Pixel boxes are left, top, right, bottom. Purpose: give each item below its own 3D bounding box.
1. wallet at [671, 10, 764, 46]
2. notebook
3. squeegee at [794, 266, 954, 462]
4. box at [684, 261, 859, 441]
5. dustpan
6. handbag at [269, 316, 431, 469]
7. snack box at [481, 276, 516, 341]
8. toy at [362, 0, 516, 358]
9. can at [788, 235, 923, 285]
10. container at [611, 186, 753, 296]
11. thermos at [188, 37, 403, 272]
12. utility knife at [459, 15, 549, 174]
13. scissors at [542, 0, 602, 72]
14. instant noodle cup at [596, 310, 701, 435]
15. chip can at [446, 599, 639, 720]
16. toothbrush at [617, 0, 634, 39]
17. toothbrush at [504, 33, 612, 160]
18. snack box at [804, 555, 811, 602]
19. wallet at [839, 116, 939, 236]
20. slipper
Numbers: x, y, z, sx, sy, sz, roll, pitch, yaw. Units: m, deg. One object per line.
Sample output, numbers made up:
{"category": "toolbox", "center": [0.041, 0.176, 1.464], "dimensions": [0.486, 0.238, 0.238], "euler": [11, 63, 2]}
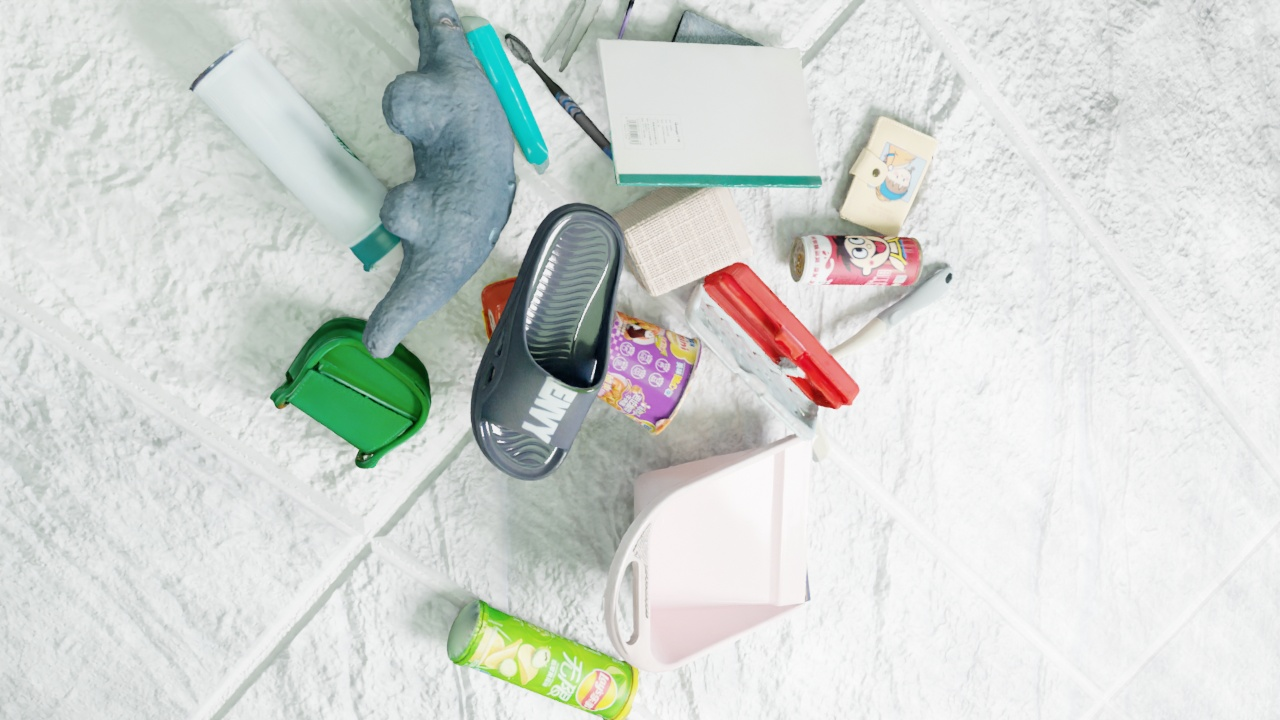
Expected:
{"category": "wallet", "center": [0.064, -0.272, 0.913], "dimensions": [0.097, 0.019, 0.121], "euler": [18, 100, -22]}
{"category": "notebook", "center": [0.068, -0.234, 0.870], "dimensions": [0.209, 0.012, 0.150], "euler": [-3, 76, -18]}
{"category": "squeegee", "center": [0.258, -0.036, 1.030], "dimensions": [0.246, 0.039, 0.246], "euler": [-31, 113, -5]}
{"category": "box", "center": [0.127, -0.002, 0.965], "dimensions": [0.201, 0.094, 0.091], "euler": [44, 76, -15]}
{"category": "dustpan", "center": [0.085, 0.214, 0.958], "dimensions": [0.273, 0.139, 0.223], "euler": [-6, 107, -11]}
{"category": "handbag", "center": [-0.277, 0.031, 0.892], "dimensions": [0.120, 0.068, 0.131], "euler": [-44, 114, 9]}
{"category": "snack box", "center": [-0.110, -0.033, 0.906], "dimensions": [0.082, 0.080, 0.091], "euler": [-15, 110, -12]}
{"category": "toy", "center": [-0.175, -0.175, 0.820], "dimensions": [0.137, 0.092, 0.356], "euler": [6, 85, -40]}
{"category": "can", "center": [0.231, -0.107, 0.987], "dimensions": [0.132, 0.053, 0.053], "euler": [0, 107, -11]}
{"category": "container", "center": [0.037, -0.126, 0.915], "dimensions": [0.111, 0.090, 0.090], "euler": [-27, 112, -3]}
{"category": "thermos", "center": [-0.288, -0.176, 0.820], "dimensions": [0.073, 0.073, 0.224], "euler": [-41, 113, 0]}
{"category": "utility knife", "center": [-0.125, -0.251, 0.870], "dimensions": [0.029, 0.013, 0.161], "euler": [-26, 115, -4]}
{"category": "scissors", "center": [-0.028, -0.344, 0.858], "dimensions": [0.128, 0.012, 0.173], "euler": [5, 102, 0]}
{"category": "instant noodle cup", "center": [-0.006, 0.005, 0.937], "dimensions": [0.099, 0.111, 0.111], "euler": [28, 98, -13]}
{"category": "chip can", "center": [-0.109, 0.338, 1.028], "dimensions": [0.221, 0.072, 0.072], "euler": [30, 97, -21]}
{"category": "toothbrush", "center": [0.003, -0.379, 0.864], "dimensions": [0.016, 0.014, 0.189], "euler": [17, 102, -12]}
{"category": "toothbrush", "center": [-0.064, -0.240, 0.888], "dimensions": [0.014, 0.016, 0.189], "euler": [-39, 115, 13]}
{"category": "snack box", "center": [0.099, 0.216, 1.061], "dimensions": [0.182, 0.046, 0.178], "euler": [-13, 109, -11]}
{"category": "wallet", "center": [0.265, -0.198, 0.990], "dimensions": [0.087, 0.024, 0.115], "euler": [17, 103, -25]}
{"category": "slipper", "center": [-0.081, -0.010, 0.834], "dimensions": [0.110, 0.083, 0.268], "euler": [15, 101, -17]}
